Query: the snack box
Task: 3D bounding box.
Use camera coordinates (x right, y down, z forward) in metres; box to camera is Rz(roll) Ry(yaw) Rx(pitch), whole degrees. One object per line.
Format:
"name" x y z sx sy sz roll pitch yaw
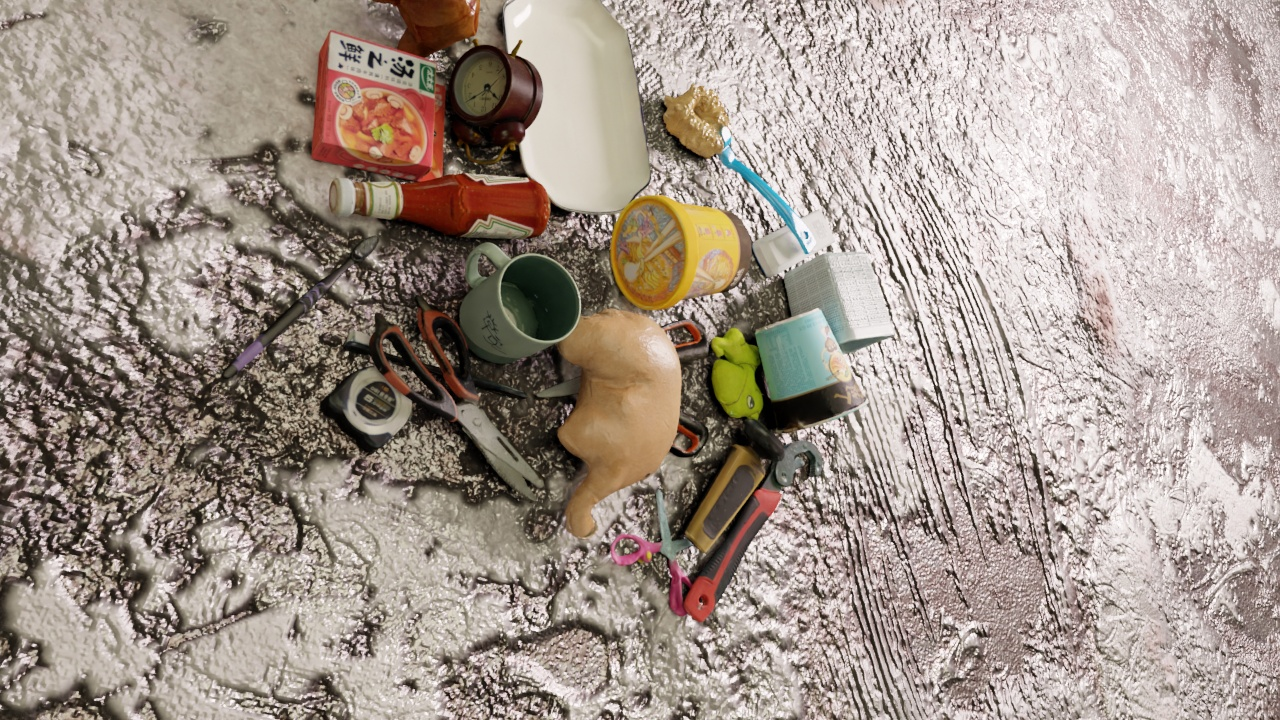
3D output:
"snack box" -0.238 -0.235 0.865 0.127 0.044 0.113 7 74 -32

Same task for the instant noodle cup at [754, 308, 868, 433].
"instant noodle cup" 0.185 0.009 1.036 0.111 0.111 0.120 -21 91 -35

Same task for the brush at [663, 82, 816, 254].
"brush" 0.124 -0.227 1.093 0.254 0.046 0.083 46 54 -8

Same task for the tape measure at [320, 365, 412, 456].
"tape measure" -0.235 0.039 0.803 0.066 0.034 0.065 51 55 -15

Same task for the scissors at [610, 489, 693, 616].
"scissors" 0.026 0.200 0.946 0.133 0.017 0.134 -8 79 -38

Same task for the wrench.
"wrench" 0.126 0.177 1.009 0.056 0.016 0.272 52 53 -9

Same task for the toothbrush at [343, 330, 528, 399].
"toothbrush" -0.186 0.008 0.855 0.181 0.016 0.018 20 59 -27

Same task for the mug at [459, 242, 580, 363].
"mug" -0.125 -0.055 0.855 0.082 0.107 0.112 -43 102 -32

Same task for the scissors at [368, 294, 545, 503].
"scissors" -0.156 0.035 0.842 0.204 0.015 0.198 17 62 -42

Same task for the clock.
"clock" -0.145 -0.253 0.904 0.055 0.082 0.122 3 98 -64

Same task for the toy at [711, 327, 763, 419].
"toy" 0.108 0.018 1.035 0.096 0.031 0.099 41 54 -22

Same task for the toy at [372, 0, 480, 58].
"toy" -0.204 -0.394 0.896 0.130 0.140 0.199 6 68 11

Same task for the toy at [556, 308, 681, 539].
"toy" -0.021 0.062 0.900 0.143 0.083 0.226 3 85 -29

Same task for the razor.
"razor" 0.100 0.135 0.979 0.062 0.068 0.167 47 60 -13

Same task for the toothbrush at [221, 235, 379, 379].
"toothbrush" -0.292 -0.051 0.801 0.014 0.017 0.188 47 59 -15

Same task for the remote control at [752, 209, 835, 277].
"remote control" 0.191 -0.146 1.136 0.124 0.024 0.049 -30 95 -35

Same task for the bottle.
"bottle" -0.187 -0.148 0.869 0.205 0.060 0.059 -2 79 -33

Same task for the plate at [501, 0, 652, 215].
"plate" -0.074 -0.279 0.990 0.161 0.034 0.265 -4 80 -33

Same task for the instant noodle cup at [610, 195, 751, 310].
"instant noodle cup" 0.048 -0.117 0.983 0.114 0.119 0.118 -9 83 -42

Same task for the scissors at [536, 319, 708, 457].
"scissors" -0.002 0.021 0.968 0.220 0.022 0.227 -37 100 -34

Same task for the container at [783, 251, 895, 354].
"container" 0.235 -0.067 1.108 0.090 0.090 0.111 -7 78 -34
